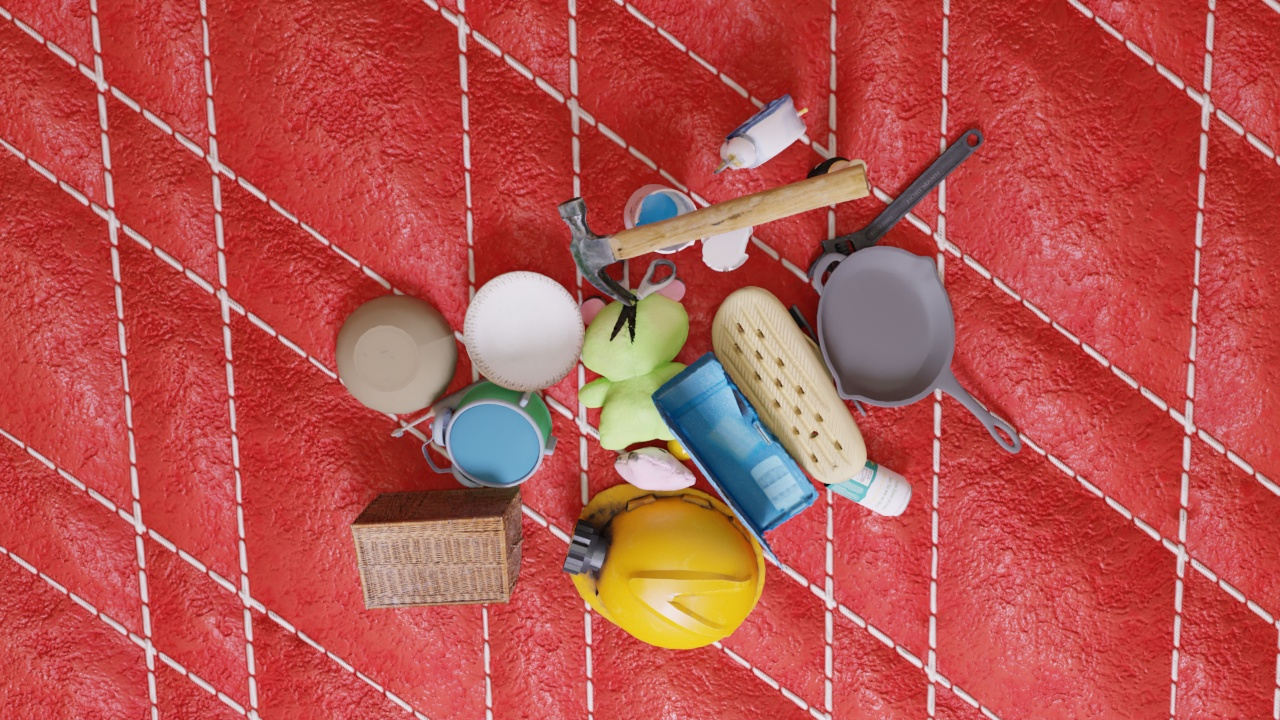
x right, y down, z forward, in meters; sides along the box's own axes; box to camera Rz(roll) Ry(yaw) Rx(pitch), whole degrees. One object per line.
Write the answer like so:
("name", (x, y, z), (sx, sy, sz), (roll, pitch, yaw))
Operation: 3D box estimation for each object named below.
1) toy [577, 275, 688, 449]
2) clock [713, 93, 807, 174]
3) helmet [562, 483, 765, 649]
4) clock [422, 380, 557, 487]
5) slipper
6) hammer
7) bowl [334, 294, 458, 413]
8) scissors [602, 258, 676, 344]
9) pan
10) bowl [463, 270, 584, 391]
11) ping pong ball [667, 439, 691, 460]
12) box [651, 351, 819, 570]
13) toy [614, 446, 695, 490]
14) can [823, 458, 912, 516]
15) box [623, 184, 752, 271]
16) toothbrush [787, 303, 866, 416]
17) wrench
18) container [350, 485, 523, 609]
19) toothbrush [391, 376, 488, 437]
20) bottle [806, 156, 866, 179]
("toy", (-0.007, 0.006, 1.101), (0.150, 0.107, 0.197), (-10, 95, 9))
("clock", (0.136, -0.259, 1.075), (0.125, 0.088, 0.052), (-36, 101, 4))
("helmet", (0.034, 0.265, 1.120), (0.255, 0.131, 0.205), (18, 96, -2))
("clock", (-0.191, 0.095, 1.130), (0.162, 0.075, 0.122), (-20, 110, 13))
("slipper", (0.184, 0.028, 1.113), (0.112, 0.079, 0.261), (-35, 87, 28))
("hammer", (0.078, -0.148, 0.986), (0.331, 0.033, 0.132), (-12, 108, 22))
("bowl", (-0.306, -0.005, 1.132), (0.152, 0.050, 0.152), (0, 97, 1))
("scissors", (-0.016, -0.077, 1.080), (0.150, 0.164, 0.013), (31, 143, 32))
("pan", (0.338, -0.001, 1.115), (0.354, 0.024, 0.216), (40, 73, -12))
("bowl", (-0.136, -0.035, 1.115), (0.145, 0.063, 0.145), (0, 92, 4))
("ping pong ball", (0.053, 0.104, 1.144), (0.040, 0.040, 0.040), (0, 97, 1))
("box", (0.118, 0.115, 1.036), (0.094, 0.112, 0.231), (-36, 110, 5))
("toy", (0.021, 0.135, 1.127), (0.096, 0.099, 0.052), (19, 74, -11))
("can", (0.280, 0.152, 1.138), (0.101, 0.055, 0.055), (25, 97, -2))
("box", (0.054, -0.156, 1.065), (0.136, 0.147, 0.084), (21, 100, -11))
("toothbrush", (0.234, 0.001, 1.142), (0.013, 0.012, 0.167), (-35, 95, 13))
("wrench", (0.311, -0.181, 1.117), (0.273, 0.018, 0.073), (-43, 95, 4))
("container", (-0.243, 0.228, 1.129), (0.198, 0.113, 0.113), (-3, 101, 3))
("toothbrush", (-0.234, 0.052, 1.153), (0.186, 0.024, 0.022), (-28, 60, 4))
("bottle", (0.224, -0.207, 1.030), (0.045, 0.184, 0.045), (0, 97, 1))
